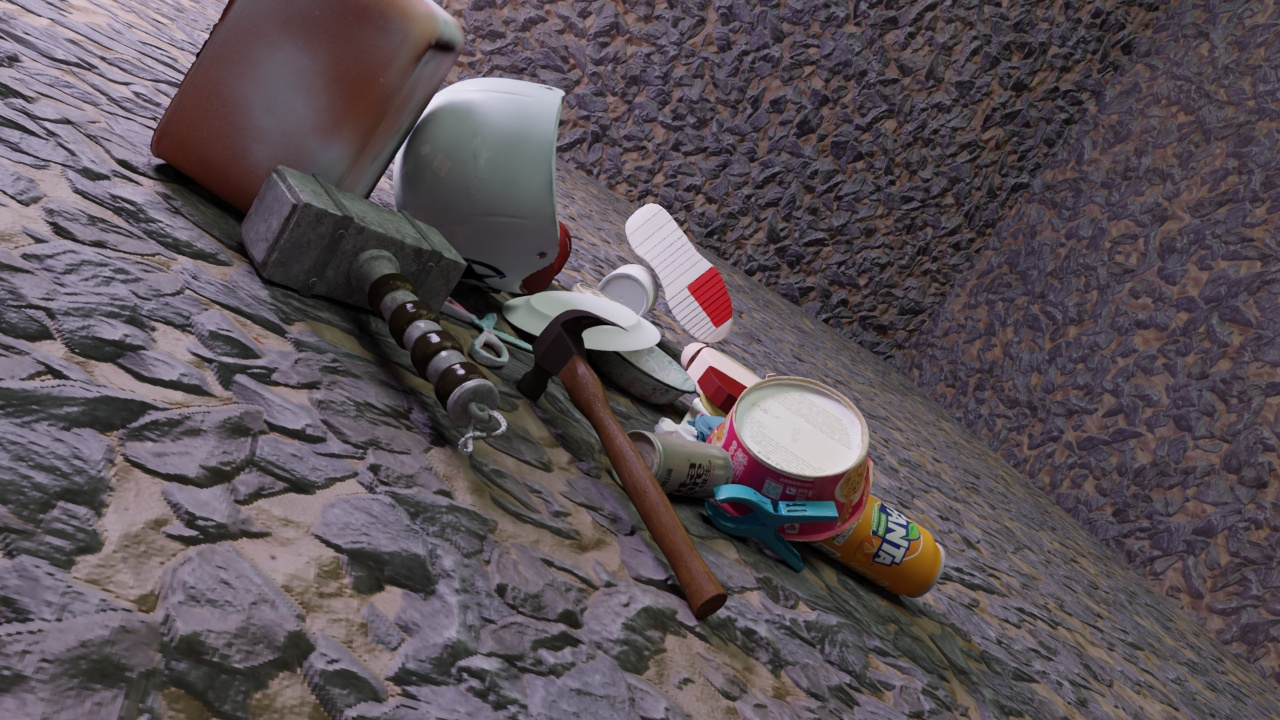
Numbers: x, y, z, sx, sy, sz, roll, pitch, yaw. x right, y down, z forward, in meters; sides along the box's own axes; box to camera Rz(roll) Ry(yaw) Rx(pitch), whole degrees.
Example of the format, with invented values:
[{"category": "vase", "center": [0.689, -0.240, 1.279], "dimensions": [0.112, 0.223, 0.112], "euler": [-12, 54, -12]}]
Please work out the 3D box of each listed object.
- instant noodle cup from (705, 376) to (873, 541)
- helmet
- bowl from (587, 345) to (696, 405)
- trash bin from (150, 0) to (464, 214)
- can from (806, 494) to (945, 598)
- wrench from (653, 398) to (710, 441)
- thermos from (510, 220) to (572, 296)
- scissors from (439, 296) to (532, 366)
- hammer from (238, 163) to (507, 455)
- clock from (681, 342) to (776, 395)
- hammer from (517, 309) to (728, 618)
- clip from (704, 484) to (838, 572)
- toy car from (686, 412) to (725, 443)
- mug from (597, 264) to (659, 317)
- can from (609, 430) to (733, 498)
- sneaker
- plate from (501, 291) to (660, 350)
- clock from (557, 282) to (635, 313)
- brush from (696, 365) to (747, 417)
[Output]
[{"category": "instant noodle cup", "center": [0.156, 0.089, 0.936], "dimensions": [0.178, 0.078, 0.178], "euler": [4, 43, -4]}, {"category": "helmet", "center": [-0.194, -0.197, 1.023], "dimensions": [0.163, 0.236, 0.264], "euler": [5, -4, -25]}, {"category": "bowl", "center": [-0.007, 0.006, 1.122], "dimensions": [0.157, 0.039, 0.157], "euler": [32, 13, -9]}, {"category": "trash bin", "center": [-0.299, -0.253, 0.862], "dimensions": [0.157, 0.260, 0.181], "euler": [36, 12, -9]}, {"category": "can", "center": [0.250, 0.193, 0.991], "dimensions": [0.142, 0.079, 0.079], "euler": [32, 13, -11]}, {"category": "wrench", "center": [0.062, 0.077, 1.092], "dimensions": [0.066, 0.018, 0.273], "euler": [36, 12, 5]}, {"category": "thermos", "center": [-0.153, -0.147, 1.235], "dimensions": [0.108, 0.084, 0.198], "euler": [16, 17, -3]}, {"category": "scissors", "center": [-0.164, -0.031, 0.933], "dimensions": [0.170, 0.014, 0.173], "euler": [29, 12, -36]}, {"category": "hammer", "center": [-0.184, -0.032, 0.734], "dimensions": [0.176, 0.079, 0.326], "euler": [19, 20, -49]}, {"category": "clock", "center": [0.136, 0.029, 1.315], "dimensions": [0.131, 0.086, 0.160], "euler": [28, 8, -25]}, {"category": "hammer", "center": [-0.015, 0.075, 0.770], "dimensions": [0.033, 0.115, 0.322], "euler": [22, 26, -44]}, {"category": "clip", "center": [0.114, 0.159, 0.872], "dimensions": [0.120, 0.104, 0.027], "euler": [23, 21, -14]}, {"category": "toy car", "center": [0.105, 0.088, 1.040], "dimensions": [0.107, 0.027, 0.060], "euler": [26, 18, -33]}, {"category": "mug", "center": [-0.019, -0.098, 1.376], "dimensions": [0.082, 0.083, 0.106], "euler": [35, 14, 1]}, {"category": "can", "center": [0.033, 0.099, 0.855], "dimensions": [0.054, 0.054, 0.135], "euler": [43, 16, 34]}, {"category": "sneaker", "center": [0.069, -0.125, 1.400], "dimensions": [0.236, 0.090, 0.104], "euler": [54, 8, 16]}, {"category": "plate", "center": [-0.067, -0.054, 1.080], "dimensions": [0.188, 0.016, 0.188], "euler": [11, 19, -4]}, {"category": "clock", "center": [-0.045, -0.057, 1.222], "dimensions": [0.141, 0.055, 0.092], "euler": [36, 13, 17]}, {"category": "brush", "center": [0.140, 0.071, 1.142], "dimensions": [0.173, 0.042, 0.082], "euler": [30, 15, -27]}]
